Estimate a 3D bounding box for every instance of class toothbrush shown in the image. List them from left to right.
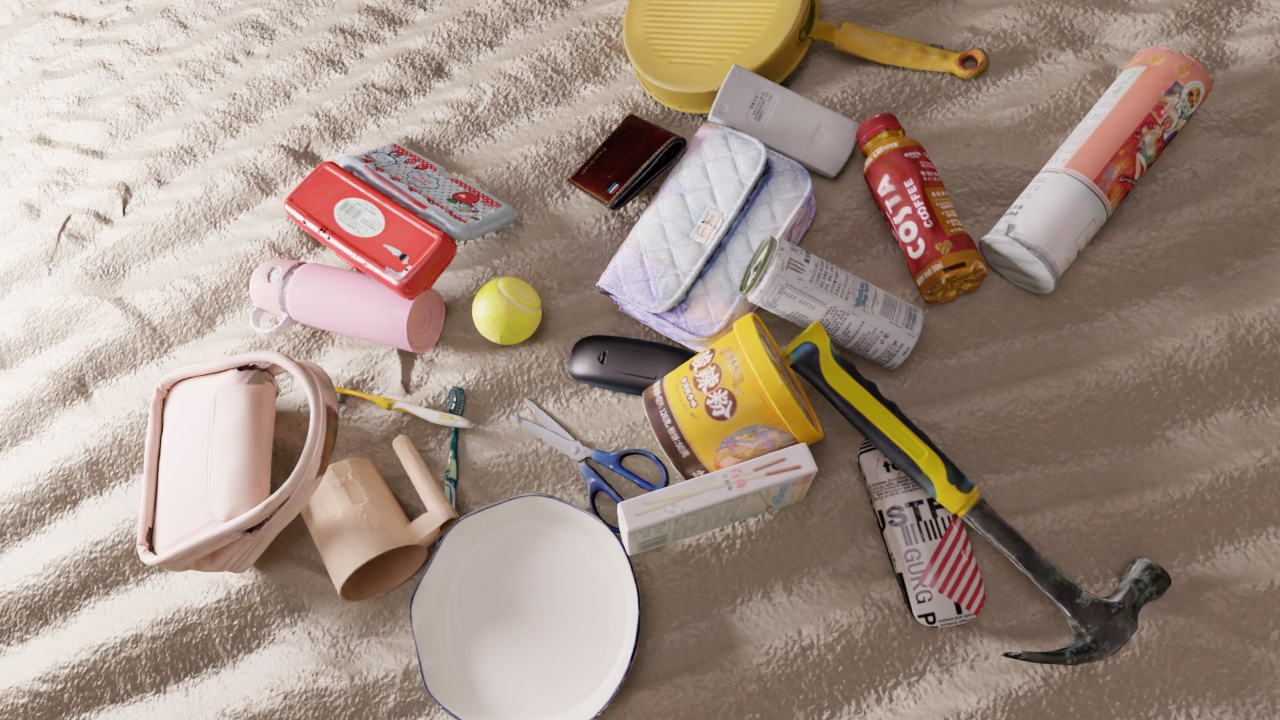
[{"bbox_3d":[-0.239,0.047,0.889,0.192,0.016,0.018,11,90,26],"label":"toothbrush"},{"bbox_3d":[-0.180,0.114,0.858,0.016,0.018,0.191,-4,70,15],"label":"toothbrush"}]

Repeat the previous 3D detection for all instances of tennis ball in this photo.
[{"bbox_3d":[-0.126,-0.047,0.870,0.065,0.065,0.065,-5,71,14],"label":"tennis ball"}]

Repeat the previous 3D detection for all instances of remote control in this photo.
[{"bbox_3d":[-0.005,0.005,0.841,0.136,0.024,0.053,10,76,19],"label":"remote control"},{"bbox_3d":[0.133,-0.220,0.850,0.135,0.019,0.056,25,91,-1],"label":"remote control"}]

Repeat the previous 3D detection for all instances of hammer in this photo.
[{"bbox_3d":[0.233,0.096,0.699,0.126,0.032,0.323,-42,77,-14],"label":"hammer"}]

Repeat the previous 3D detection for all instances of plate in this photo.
[{"bbox_3d":[-0.095,0.219,0.785,0.205,0.045,0.204,-4,72,14],"label":"plate"}]

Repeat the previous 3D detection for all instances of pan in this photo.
[{"bbox_3d":[0.152,-0.320,0.893,0.358,0.078,0.197,14,81,26],"label":"pan"}]

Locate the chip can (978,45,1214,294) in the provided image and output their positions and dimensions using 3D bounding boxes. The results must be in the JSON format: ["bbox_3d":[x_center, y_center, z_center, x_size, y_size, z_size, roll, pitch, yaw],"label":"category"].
[{"bbox_3d":[0.376,-0.159,0.761,0.071,0.071,0.214,38,85,23],"label":"chip can"}]

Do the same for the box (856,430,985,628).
[{"bbox_3d":[0.221,0.129,0.724,0.068,0.052,0.164,-13,67,-11],"label":"box"}]

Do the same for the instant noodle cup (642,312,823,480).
[{"bbox_3d":[0.073,0.038,0.763,0.114,0.118,0.118,-29,67,13],"label":"instant noodle cup"}]

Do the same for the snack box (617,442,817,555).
[{"bbox_3d":[0.060,0.113,0.735,0.156,0.085,0.027,-17,66,-7],"label":"snack box"}]

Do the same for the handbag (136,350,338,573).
[{"bbox_3d":[-0.358,0.081,0.838,0.235,0.093,0.193,-24,64,32],"label":"handbag"}]

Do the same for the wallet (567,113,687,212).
[{"bbox_3d":[-0.016,-0.191,0.880,0.096,0.020,0.122,-43,33,-1],"label":"wallet"}]

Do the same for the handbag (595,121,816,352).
[{"bbox_3d":[0.063,-0.113,0.833,0.134,0.075,0.193,29,81,22],"label":"handbag"}]

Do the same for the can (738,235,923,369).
[{"bbox_3d":[0.159,-0.048,0.763,0.146,0.058,0.058,26,79,-6],"label":"can"}]

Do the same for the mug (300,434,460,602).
[{"bbox_3d":[-0.238,0.140,0.832,0.124,0.084,0.103,-38,65,-1],"label":"mug"}]

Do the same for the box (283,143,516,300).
[{"bbox_3d":[-0.242,-0.153,0.918,0.201,0.058,0.160,32,61,27],"label":"box"}]

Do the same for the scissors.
[{"bbox_3d":[-0.045,0.080,0.835,0.133,0.012,0.172,-27,66,8],"label":"scissors"}]

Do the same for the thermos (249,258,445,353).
[{"bbox_3d":[-0.301,-0.050,0.919,0.199,0.067,0.087,12,66,18],"label":"thermos"}]

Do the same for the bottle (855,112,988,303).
[{"bbox_3d":[0.239,-0.136,0.800,0.057,0.057,0.174,-22,68,8],"label":"bottle"}]
